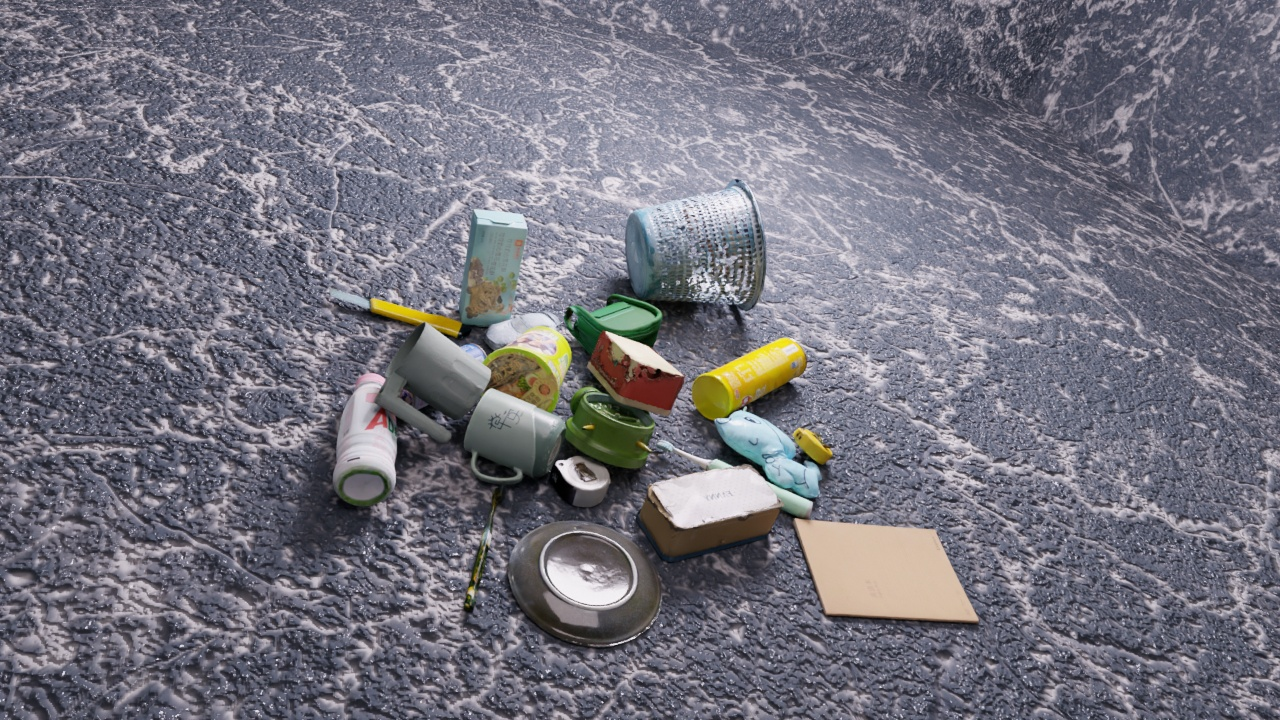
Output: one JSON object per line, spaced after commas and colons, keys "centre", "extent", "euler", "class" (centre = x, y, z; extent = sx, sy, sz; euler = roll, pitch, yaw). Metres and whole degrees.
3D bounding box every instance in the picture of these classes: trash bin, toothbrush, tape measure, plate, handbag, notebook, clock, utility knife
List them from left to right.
{"centre": [-0.353, -0.070, 1.342], "extent": [0.215, 0.015, 0.033], "euler": [17, 35, -6], "class": "utility knife"}
{"centre": [-0.173, 0.206, 1.033], "extent": [0.012, 0.017, 0.185], "euler": [47, 25, -25], "class": "toothbrush"}
{"centre": [-0.072, 0.150, 1.145], "extent": [0.065, 0.034, 0.066], "euler": [-14, 45, -36], "class": "tape measure"}
{"centre": [-0.059, 0.240, 1.030], "extent": [0.179, 0.024, 0.179], "euler": [11, 34, -8], "class": "plate"}
{"centre": [-0.039, 0.083, 1.211], "extent": [0.116, 0.056, 0.161], "euler": [21, 14, -11], "class": "clock"}
{"centre": [-0.040, -0.056, 1.418], "extent": [0.120, 0.068, 0.131], "euler": [35, 37, 25], "class": "handbag"}
{"centre": [0.082, -0.186, 1.556], "extent": [0.195, 0.227, 0.226], "euler": [-7, 40, -12], "class": "trash bin"}
{"centre": [0.124, 0.156, 1.229], "extent": [0.224, 0.026, 0.027], "euler": [24, 14, 9], "class": "toothbrush"}
{"centre": [0.250, 0.121, 1.315], "extent": [0.060, 0.029, 0.057], "euler": [28, 18, -49], "class": "tape measure"}
{"centre": [0.311, 0.268, 1.171], "extent": [0.211, 0.012, 0.149], "euler": [7, 37, -15], "class": "notebook"}

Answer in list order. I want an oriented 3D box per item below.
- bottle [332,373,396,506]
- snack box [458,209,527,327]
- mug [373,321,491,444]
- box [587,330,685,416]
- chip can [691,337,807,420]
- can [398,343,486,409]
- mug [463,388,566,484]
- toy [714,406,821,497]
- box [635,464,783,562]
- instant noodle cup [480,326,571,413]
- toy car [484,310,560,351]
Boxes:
{"centre": [-0.325, 0.085, 1.094], "extent": [0.068, 0.068, 0.196], "euler": [6, 33, -17], "class": "bottle"}
{"centre": [-0.219, -0.134, 1.353], "extent": [0.074, 0.175, 0.051], "euler": [4, 34, -19], "class": "snack box"}
{"centre": [-0.255, 0.030, 1.125], "extent": [0.103, 0.084, 0.123], "euler": [37, 52, -22], "class": "mug"}
{"centre": [-0.007, 0.008, 1.278], "extent": [0.091, 0.077, 0.168], "euler": [18, 10, -23], "class": "box"}
{"centre": [0.169, 0.024, 1.397], "extent": [0.072, 0.072, 0.212], "euler": [37, 39, 26], "class": "chip can"}
{"centre": [-0.266, 0.023, 1.218], "extent": [0.053, 0.053, 0.134], "euler": [34, 37, 23], "class": "can"}
{"centre": [-0.159, 0.104, 1.138], "extent": [0.106, 0.082, 0.111], "euler": [23, 65, 6], "class": "mug"}
{"centre": [0.179, 0.123, 1.281], "extent": [0.161, 0.050, 0.156], "euler": [18, 28, -23], "class": "toy"}
{"centre": [0.082, 0.188, 1.139], "extent": [0.184, 0.061, 0.089], "euler": [-7, 40, -29], "class": "box"}
{"centre": [-0.147, 0.011, 1.250], "extent": [0.112, 0.112, 0.123], "euler": [21, 27, 4], "class": "instant noodle cup"}
{"centre": [-0.176, -0.044, 1.371], "extent": [0.120, 0.037, 0.054], "euler": [-20, 49, -38], "class": "toy car"}
